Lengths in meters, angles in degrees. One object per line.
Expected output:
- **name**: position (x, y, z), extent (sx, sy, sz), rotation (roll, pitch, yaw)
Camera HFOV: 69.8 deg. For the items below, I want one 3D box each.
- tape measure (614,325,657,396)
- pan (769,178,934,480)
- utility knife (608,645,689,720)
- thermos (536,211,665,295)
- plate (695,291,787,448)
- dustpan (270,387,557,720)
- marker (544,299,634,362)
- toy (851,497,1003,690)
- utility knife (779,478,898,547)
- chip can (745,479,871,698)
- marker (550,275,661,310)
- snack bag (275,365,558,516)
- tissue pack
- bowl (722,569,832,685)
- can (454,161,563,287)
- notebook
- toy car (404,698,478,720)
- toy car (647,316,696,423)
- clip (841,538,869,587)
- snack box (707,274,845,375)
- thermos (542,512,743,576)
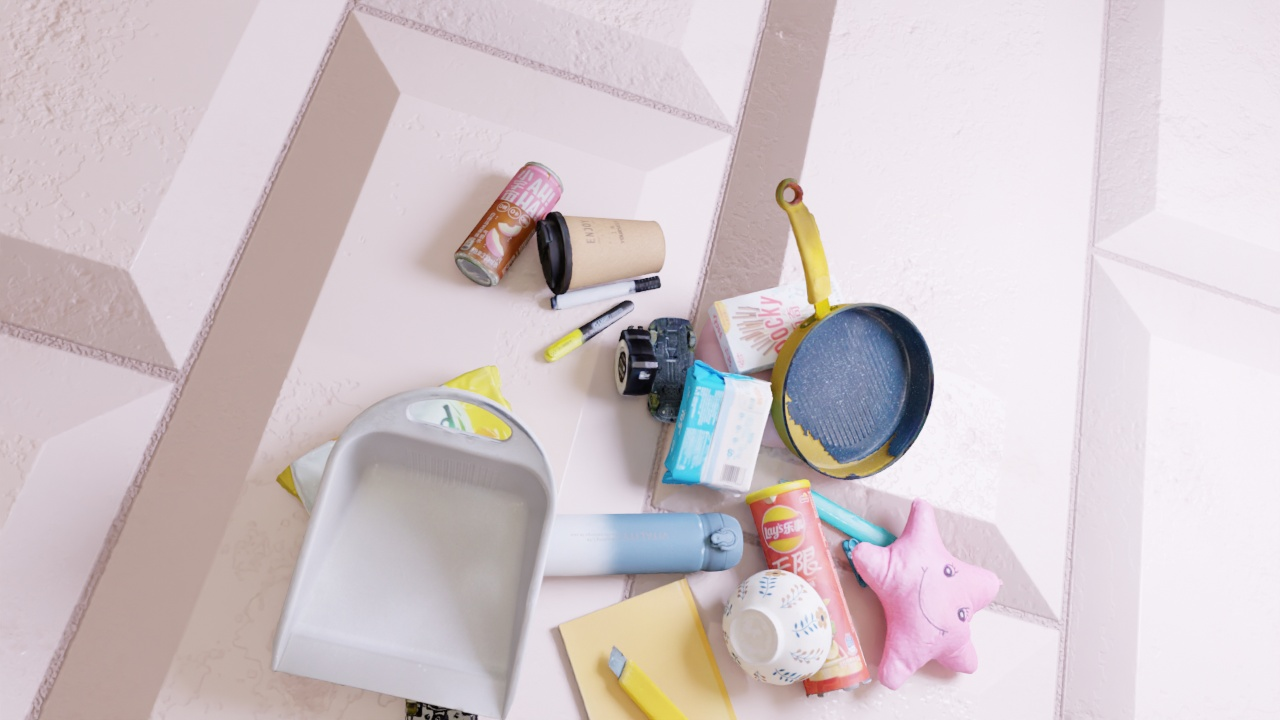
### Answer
- **tape measure**: position (-0.006, 0.006, 1.007), extent (0.033, 0.066, 0.065), rotation (2, 45, -15)
- **pan**: position (0.206, -0.031, 0.974), extent (0.197, 0.078, 0.357), rotation (-33, 110, -14)
- **utility knife**: position (0.028, 0.353, 0.914), extent (0.173, 0.015, 0.033), rotation (46, 63, 6)
- **thermos**: position (-0.048, -0.124, 1.033), extent (0.143, 0.093, 0.093), rotation (-7, 73, -21)
- **plate**: position (0.160, 0.003, 1.057), extent (0.192, 0.039, 0.192), rotation (4, 71, -11)
- **dustpan**: position (-0.188, 0.164, 0.807), extent (0.222, 0.143, 0.257), rotation (15, 70, -6)
- **marker**: position (-0.057, -0.035, 1.038), extent (0.124, 0.015, 0.018), rotation (-34, 84, -21)
- **toy**: position (0.314, 0.245, 0.988), extent (0.178, 0.075, 0.194), rotation (-7, 81, -21)
- **utility knife**: position (0.225, 0.176, 1.028), extent (0.160, 0.013, 0.029), rotation (30, 66, 2)
- **chip can**: position (0.176, 0.237, 0.966), extent (0.073, 0.073, 0.216), rotation (-13, 76, -16)
- **marker**: position (-0.039, -0.077, 1.053), extent (0.130, 0.023, 0.018), rotation (-13, 69, -13)
- **snack bag**: position (-0.216, 0.124, 0.923), extent (0.246, 0.068, 0.158), rotation (-28, 80, -19)
- **tissue pack**: position (0.081, 0.075, 0.986), extent (0.090, 0.063, 0.140), rotation (12, 99, -7)
- **bowl**: position (0.127, 0.271, 0.917), extent (0.062, 0.114, 0.113), rotation (2, 65, -54)
- **can**: position (-0.147, -0.154, 1.035), extent (0.058, 0.058, 0.147), rotation (32, 68, 0)
- **notebook**: position (0.016, 0.343, 0.930), extent (0.145, 0.010, 0.206), rotation (-17, 76, -17)
- **toy car**: position (-0.189, 0.367, 0.861), extent (0.070, 0.042, 0.158), rotation (4, 70, -10)
- **toy car**: position (0.034, 0.010, 1.032), extent (0.054, 0.037, 0.120), rotation (0, 82, -13)
- **clip**: position (0.240, 0.223, 1.012), extent (0.014, 0.046, 0.057), rotation (-18, 77, -18)
- **snack box**: position (0.162, -0.040, 1.036), extent (0.156, 0.027, 0.084), rotation (-14, 75, -17)
- **thermos**: position (-0.006, 0.188, 0.946), extent (0.220, 0.070, 0.070), rotation (1, 72, -11)
